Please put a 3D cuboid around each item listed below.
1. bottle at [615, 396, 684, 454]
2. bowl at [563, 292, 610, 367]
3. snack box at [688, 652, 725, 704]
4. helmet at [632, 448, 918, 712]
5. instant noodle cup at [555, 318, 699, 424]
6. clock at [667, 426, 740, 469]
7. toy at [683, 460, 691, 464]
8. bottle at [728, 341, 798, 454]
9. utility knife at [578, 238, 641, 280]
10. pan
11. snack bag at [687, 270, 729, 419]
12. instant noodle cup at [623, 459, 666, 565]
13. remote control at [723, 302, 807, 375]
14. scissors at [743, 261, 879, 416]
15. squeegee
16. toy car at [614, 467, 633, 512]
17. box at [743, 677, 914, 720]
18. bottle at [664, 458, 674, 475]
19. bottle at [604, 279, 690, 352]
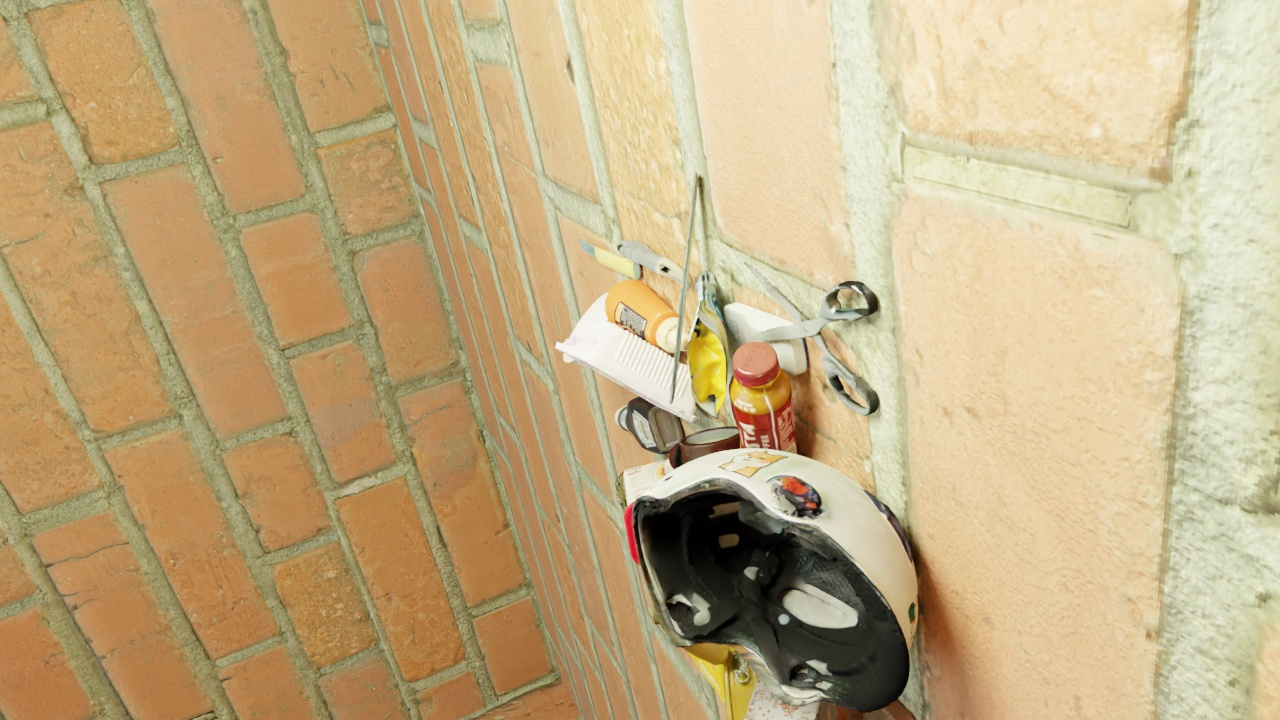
[{"bbox_3d":[0.007,0.089,1.316,0.195,0.044,0.080,-178,69,-72],"label":"bottle"},{"bbox_3d":[-0.049,-0.031,1.291,0.064,0.118,0.118,34,173,-19],"label":"bowl"},{"bbox_3d":[0.091,0.356,1.307,0.210,0.070,0.158,42,147,56],"label":"snack box"},{"bbox_3d":[0.132,0.173,0.821,0.274,0.156,0.230,11,126,34],"label":"helmet"},{"bbox_3d":[-0.007,0.007,1.118,0.173,0.060,0.138,29,177,-22],"label":"instant noodle cup"},{"bbox_3d":[0.080,0.109,1.049,0.122,0.082,0.055,9,113,66],"label":"clock"},{"bbox_3d":[0.100,0.168,0.955,0.157,0.066,0.105,37,140,20],"label":"toy"},{"bbox_3d":[0.117,0.052,0.868,0.057,0.057,0.175,55,168,40],"label":"bottle"},{"bbox_3d":[-0.046,-0.141,1.261,0.216,0.022,0.031,26,133,56],"label":"utility knife"},{"bbox_3d":[0.097,0.344,1.034,0.358,0.078,0.197,64,-157,-50],"label":"pan"},{"bbox_3d":[0.068,-0.021,0.911,0.190,0.039,0.110,-73,-32,-71],"label":"snack bag"},{"bbox_3d":[0.029,0.208,1.282,0.124,0.116,0.117,-117,15,-59],"label":"instant noodle cup"},{"bbox_3d":[0.119,-0.022,0.888,0.125,0.024,0.049,-148,42,-64],"label":"remote control"},{"bbox_3d":[0.146,-0.023,0.781,0.159,0.014,0.180,66,155,-3],"label":"scissors"},{"bbox_3d":[0.023,-0.107,1.061,0.246,0.039,0.247,-134,47,-64],"label":"squeegee"},{"bbox_3d":[0.011,0.240,1.422,0.158,0.070,0.042,66,162,11],"label":"toy car"},{"bbox_3d":[0.219,0.419,0.963,0.175,0.151,0.182,-4,116,28],"label":"box"},{"bbox_3d":[0.093,0.198,1.131,0.189,0.068,0.068,66,162,14],"label":"bottle"},{"bbox_3d":[0.015,-0.048,1.119,0.149,0.066,0.067,38,144,48],"label":"bottle"}]
